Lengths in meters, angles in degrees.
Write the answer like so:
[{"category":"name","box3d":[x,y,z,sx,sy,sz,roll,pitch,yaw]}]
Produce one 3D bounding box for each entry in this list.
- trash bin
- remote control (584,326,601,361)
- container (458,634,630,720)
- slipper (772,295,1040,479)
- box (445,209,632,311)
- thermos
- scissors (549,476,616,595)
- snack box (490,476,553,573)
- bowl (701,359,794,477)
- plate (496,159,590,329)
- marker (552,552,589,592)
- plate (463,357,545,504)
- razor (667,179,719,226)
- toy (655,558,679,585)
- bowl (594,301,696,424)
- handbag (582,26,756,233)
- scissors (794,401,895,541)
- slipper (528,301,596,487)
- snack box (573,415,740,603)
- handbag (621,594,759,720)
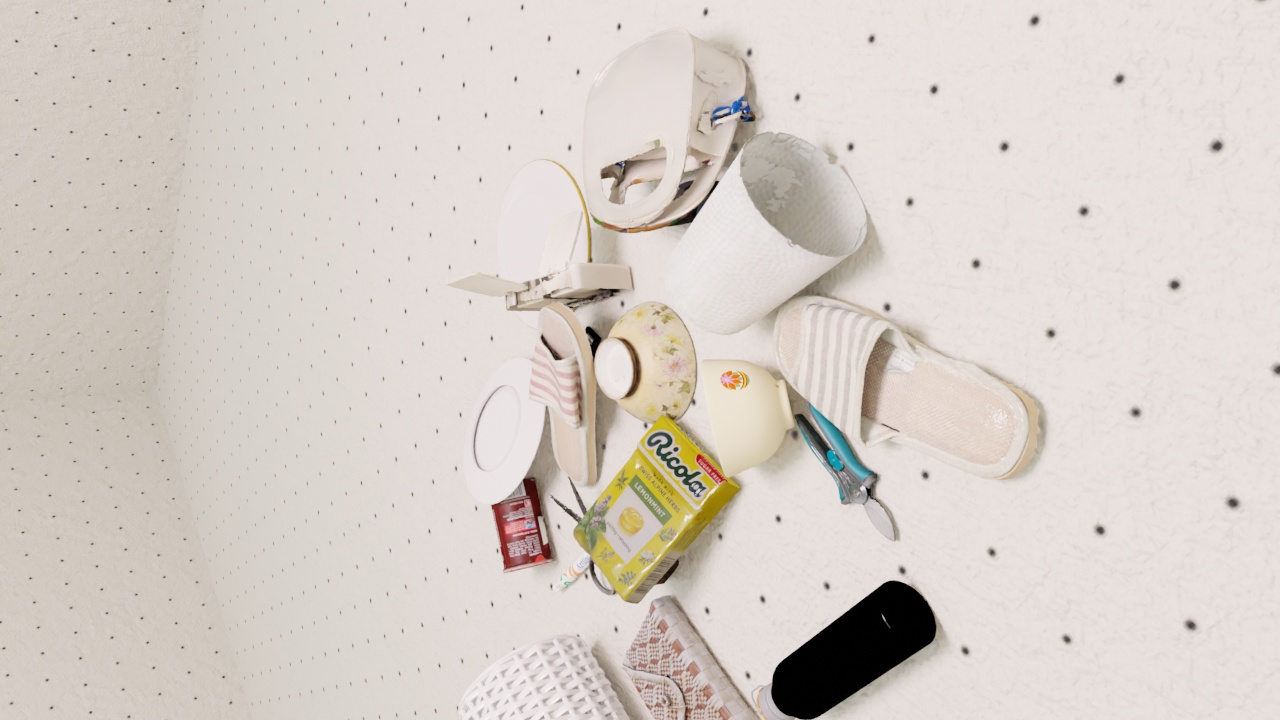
[{"category":"trash bin","box3d":[0.105,-0.107,0.851,0.162,0.133,0.133,-46,59,49]},{"category":"remote control","box3d":[-0.080,0.022,1.187,0.030,0.009,0.140,46,127,39]},{"category":"container","box3d":[-0.103,0.470,1.126,0.186,0.189,0.190,51,131,37]},{"category":"slipper","box3d":[0.211,0.020,0.792,0.273,0.053,0.115,32,124,44]},{"category":"box","box3d":[-0.122,-0.119,1.081,0.144,0.183,0.099,-12,83,43]},{"category":"thermos","box3d":[0.176,0.287,0.855,0.232,0.061,0.061,-54,54,40]},{"category":"scissors","box3d":[-0.050,0.224,1.144,0.171,0.012,0.158,15,118,36]},{"category":"snack box","box3d":[-0.167,0.228,1.273,0.072,0.072,0.121,-28,71,49]},{"category":"bowl","box3d":[0.109,0.049,0.894,0.074,0.118,0.118,-12,82,9]},{"category":"plate","box3d":[-0.142,-0.154,1.235,0.230,0.021,0.230,8,101,51]},{"category":"marker","box3d":[-0.080,0.271,1.211,0.146,0.017,0.017,-50,57,42]},{"category":"plate","box3d":[-0.196,0.094,1.268,0.209,0.015,0.208,-28,53,44]},{"category":"razor","box3d":[0.053,-0.157,0.972,0.141,0.052,0.064,6,123,56]},{"category":"toy","box3d":[0.000,0.215,1.064,0.100,0.062,0.076,41,144,19]},{"category":"bowl","box3d":[-0.006,0.006,1.050,0.145,0.063,0.145,9,102,49]},{"category":"handbag","box3d":[0.022,-0.224,0.950,0.201,0.093,0.199,-2,76,52]},{"category":"scissors","box3d":[0.187,0.105,0.856,0.139,0.019,0.136,0,97,50]},{"category":"slipper","box3d":[-0.096,0.052,1.124,0.115,0.052,0.263,37,141,43]},{"category":"snack box","box3d":[0.009,0.165,1.010,0.181,0.045,0.121,-51,51,10]},{"category":"handbag","box3d":[0.047,0.375,1.040,0.186,0.046,0.124,50,129,36]}]
